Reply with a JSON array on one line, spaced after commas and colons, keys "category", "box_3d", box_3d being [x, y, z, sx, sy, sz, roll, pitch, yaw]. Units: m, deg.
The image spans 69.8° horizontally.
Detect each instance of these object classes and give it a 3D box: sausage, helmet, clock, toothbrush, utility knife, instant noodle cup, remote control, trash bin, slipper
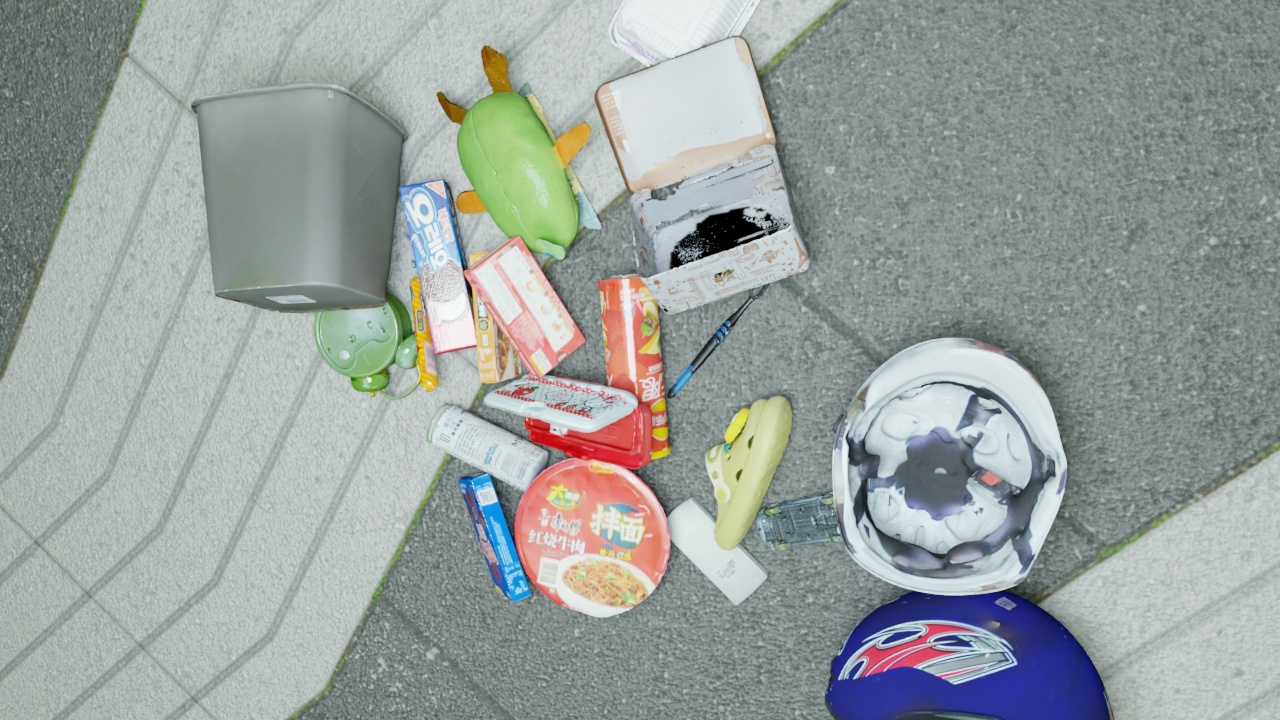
[{"category": "sausage", "box_3d": [-0.267, -0.034, 1.131, 0.021, 0.021, 0.165, -17, 69, 15]}, {"category": "helmet", "box_3d": [0.316, 0.109, 0.968, 0.229, 0.146, 0.258, 5, 88, 12]}, {"category": "clock", "box_3d": [-0.337, -0.024, 1.157, 0.116, 0.056, 0.161, -33, 88, 16]}, {"category": "toothbrush", "box_3d": [0.089, -0.026, 1.074, 0.014, 0.016, 0.190, 43, 105, 13]}, {"category": "utility knife", "box_3d": [-0.099, -0.240, 1.097, 0.031, 0.020, 0.195, -29, 94, 21]}, {"category": "instant noodle cup", "box_3d": [-0.053, 0.206, 1.110, 0.194, 0.065, 0.194, 1, 96, 14]}, {"category": "instant noodle cup", "box_3d": [0.052, -0.404, 1.015, 0.138, 0.060, 0.174, 35, 105, 7]}, {"category": "remote control", "box_3d": [0.088, 0.228, 1.102, 0.135, 0.019, 0.056, 44, 104, 6]}, {"category": "trash bin", "box_3d": [-0.389, -0.176, 1.058, 0.199, 0.199, 0.219, -2, 84, 13]}, {"category": "helmet", "box_3d": [0.313, 0.364, 0.956, 0.316, 0.246, 0.240, -26, 80, 27]}, {"category": "slipper", "box_3d": [0.111, 0.124, 1.050, 0.082, 0.091, 0.191, 21, 102, 15]}]

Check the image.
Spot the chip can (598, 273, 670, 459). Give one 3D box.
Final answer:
[{"category": "chip can", "box_3d": [-0.006, 0.006, 1.073, 0.073, 0.073, 0.216, -2, 95, 14]}]

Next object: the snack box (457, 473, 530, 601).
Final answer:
[{"category": "snack box", "box_3d": [-0.182, 0.217, 1.136, 0.026, 0.085, 0.157, -20, 92, -23]}]

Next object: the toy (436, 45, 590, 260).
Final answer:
[{"category": "toy", "box_3d": [-0.146, -0.228, 1.067, 0.228, 0.089, 0.247, -20, 100, 41]}]

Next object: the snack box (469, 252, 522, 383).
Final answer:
[{"category": "snack box", "box_3d": [-0.173, -0.053, 1.103, 0.026, 0.075, 0.154, -2, 96, 16]}]

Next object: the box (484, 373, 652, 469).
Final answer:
[{"category": "box", "box_3d": [-0.089, 0.069, 1.042, 0.202, 0.101, 0.095, 9, 102, 45]}]

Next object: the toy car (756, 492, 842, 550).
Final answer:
[{"category": "toy car", "box_3d": [0.195, 0.186, 1.064, 0.121, 0.036, 0.054, -16, 93, 25]}]

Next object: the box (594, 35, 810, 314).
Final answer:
[{"category": "box", "box_3d": [0.069, -0.199, 1.005, 0.179, 0.130, 0.272, -17, 82, 15]}]

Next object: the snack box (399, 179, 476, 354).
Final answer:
[{"category": "snack box", "box_3d": [-0.242, -0.114, 1.117, 0.058, 0.057, 0.207, -12, 94, -2]}]

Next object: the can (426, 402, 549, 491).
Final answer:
[{"category": "can", "box_3d": [-0.188, 0.108, 1.135, 0.147, 0.058, 0.058, 25, 102, 10]}]

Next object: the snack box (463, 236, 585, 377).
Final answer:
[{"category": "snack box", "box_3d": [-0.134, -0.062, 1.072, 0.075, 0.025, 0.153, -42, 114, -24]}]
